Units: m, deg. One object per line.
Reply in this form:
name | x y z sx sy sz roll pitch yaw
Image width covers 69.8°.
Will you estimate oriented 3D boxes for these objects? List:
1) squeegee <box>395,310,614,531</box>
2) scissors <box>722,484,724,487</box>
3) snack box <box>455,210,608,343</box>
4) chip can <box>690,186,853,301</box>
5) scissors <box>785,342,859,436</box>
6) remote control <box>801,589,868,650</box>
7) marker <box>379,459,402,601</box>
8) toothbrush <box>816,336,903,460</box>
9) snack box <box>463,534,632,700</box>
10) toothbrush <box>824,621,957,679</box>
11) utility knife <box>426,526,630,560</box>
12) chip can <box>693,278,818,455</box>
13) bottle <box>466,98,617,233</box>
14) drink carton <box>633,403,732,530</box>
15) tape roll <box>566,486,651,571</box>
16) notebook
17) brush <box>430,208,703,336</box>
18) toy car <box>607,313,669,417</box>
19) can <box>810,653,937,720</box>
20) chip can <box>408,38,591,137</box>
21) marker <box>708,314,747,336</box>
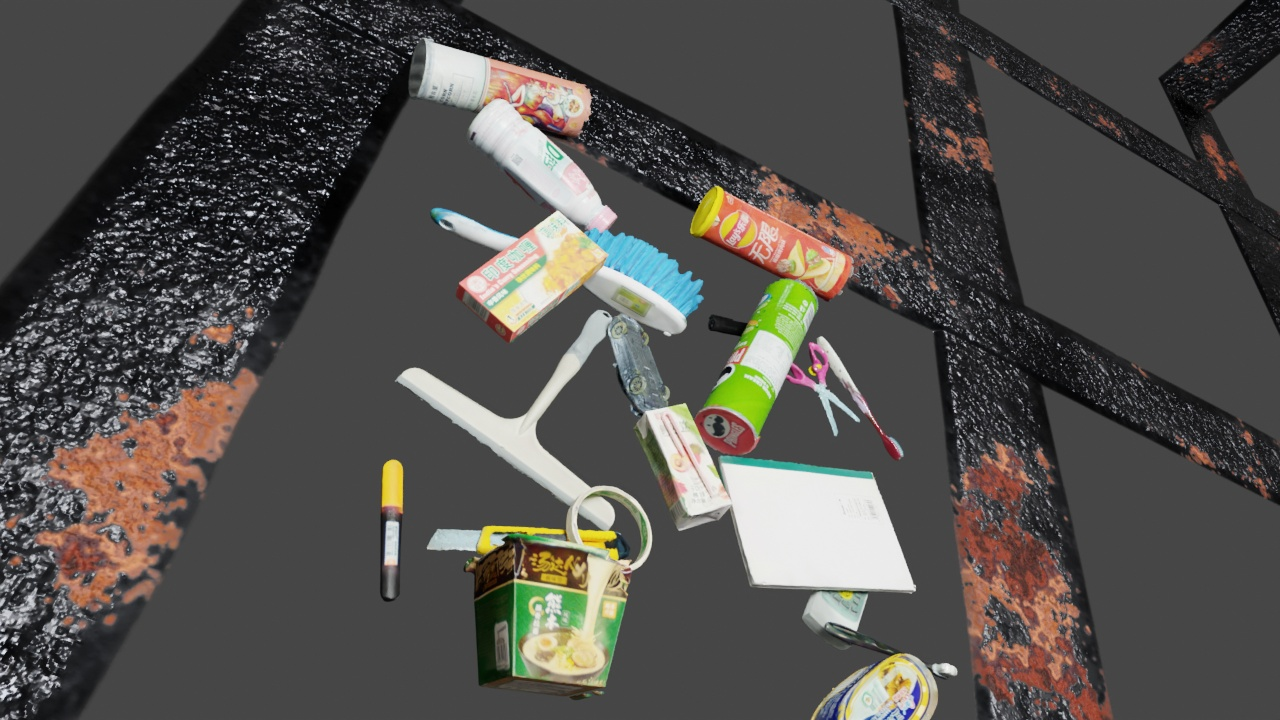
squeegee | -0.077 0.012 0.943 0.246 0.039 0.245 37 44 -3
scissors | 0.086 0.145 0.963 0.173 0.014 0.140 1 55 -32
snack box | -0.111 -0.090 0.964 0.077 0.027 0.155 41 55 7
chip can | 0.175 -0.153 1.215 0.216 0.073 0.073 23 47 -16
scissors | 0.218 0.033 1.137 0.124 0.017 0.133 8 56 -31
remote control | 0.213 0.238 0.967 0.056 0.019 0.134 38 44 -2
marker | -0.210 0.142 0.771 0.018 0.015 0.123 9 55 -26
toothbrush | 0.278 0.046 1.165 0.017 0.016 0.187 -9 61 -46
snack box | -0.078 0.211 0.740 0.117 0.118 0.105 16 59 -23
toothbrush | 0.256 0.296 0.936 0.181 0.018 0.015 25 54 -23
utility knife | -0.095 0.165 0.825 0.196 0.015 0.033 8 52 -28
chip can | 0.138 0.002 1.051 0.072 0.072 0.235 36 50 -4
bottle | -0.113 -0.221 1.086 0.197 0.068 0.068 42 44 -3
drink carton | 0.042 0.105 0.934 0.053 0.046 0.122 -9 62 -28
tape roll | -0.029 0.158 0.854 0.085 0.014 0.085 19 51 -24
notebook | 0.188 0.175 0.980 0.209 0.012 0.150 9 48 -25
brush | -0.076 -0.117 1.040 0.314 0.061 0.109 30 49 -6
toy car | -0.006 0.006 0.989 0.054 0.037 0.120 22 44 -53
can | 0.223 0.336 0.875 0.147 0.049 0.074 -19 69 -42
chip can | -0.171 -0.332 1.131 0.214 0.071 0.071 6 53 -30
marker | 0.143 -0.036 1.139 0.132 0.020 0.022 9 42 -26
